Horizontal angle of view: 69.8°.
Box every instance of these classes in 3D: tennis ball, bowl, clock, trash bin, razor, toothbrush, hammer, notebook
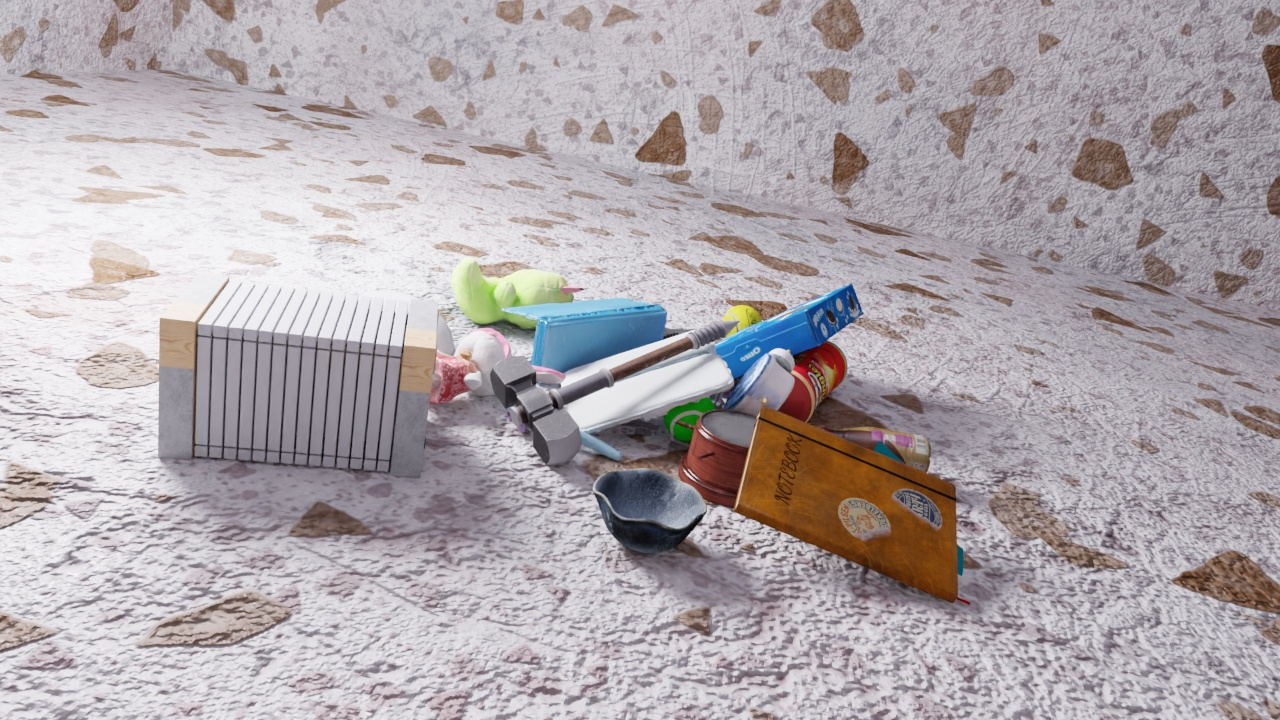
[{"bbox_3d":[0.170,-0.060,1.540,0.065,0.065,0.065,10,20,-4],"label":"tennis ball"},{"bbox_3d":[0.006,0.152,0.894,0.110,0.055,0.110,10,20,-4],"label":"bowl"},{"bbox_3d":[0.153,0.031,1.150,0.052,0.089,0.125,38,39,-2],"label":"clock"},{"bbox_3d":[0.122,0.109,1.050,0.157,0.072,0.120,4,22,-18],"label":"clock"},{"bbox_3d":[0.061,0.069,1.133,0.065,0.065,0.065,10,20,-4],"label":"tennis ball"},{"bbox_3d":[-0.341,0.014,0.944,0.246,0.143,0.142,7,21,-14],"label":"trash bin"},{"bbox_3d":[0.140,0.077,1.199,0.116,0.047,0.088,22,21,6],"label":"razor"},{"bbox_3d":[-0.091,0.080,1.067,0.155,0.016,0.022,24,3,11],"label":"toothbrush"},{"bbox_3d":[-0.337,-0.051,1.233,0.176,0.066,0.176,10,20,-4],"label":"bowl"},{"bbox_3d":[-0.008,0.007,1.097,0.321,0.043,0.156,-23,53,-26],"label":"hammer"},{"bbox_3d":[0.230,0.143,0.968,0.249,0.014,0.178,23,39,1],"label":"notebook"}]

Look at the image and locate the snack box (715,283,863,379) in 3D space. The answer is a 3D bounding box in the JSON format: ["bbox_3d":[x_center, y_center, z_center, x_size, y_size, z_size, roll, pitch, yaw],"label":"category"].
[{"bbox_3d":[0.205,-0.037,1.357,0.196,0.056,0.238,-23,1,31],"label":"snack box"}]

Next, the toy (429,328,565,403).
[{"bbox_3d":[-0.208,0.007,1.127,0.159,0.084,0.193,31,26,36],"label":"toy"}]

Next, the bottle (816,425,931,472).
[{"bbox_3d":[0.275,0.110,1.150,0.166,0.060,0.059,10,20,-1],"label":"bottle"}]

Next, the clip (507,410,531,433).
[{"bbox_3d":[-0.146,0.071,1.093,0.043,0.014,0.051,12,18,0],"label":"clip"}]

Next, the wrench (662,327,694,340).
[{"bbox_3d":[0.013,-0.054,1.457,0.073,0.018,0.273,-26,28,-25],"label":"wrench"}]

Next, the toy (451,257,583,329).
[{"bbox_3d":[-0.192,-0.097,1.406,0.196,0.107,0.150,15,-5,-18],"label":"toy"}]

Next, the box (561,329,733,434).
[{"bbox_3d":[0.002,0.022,1.156,0.209,0.045,0.191,-17,22,1],"label":"box"}]

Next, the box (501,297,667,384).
[{"bbox_3d":[-0.082,-0.039,1.312,0.231,0.094,0.112,-10,27,-43],"label":"box"}]

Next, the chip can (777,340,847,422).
[{"bbox_3d":[0.230,0.031,1.302,0.087,0.087,0.212,20,21,21],"label":"chip can"}]
